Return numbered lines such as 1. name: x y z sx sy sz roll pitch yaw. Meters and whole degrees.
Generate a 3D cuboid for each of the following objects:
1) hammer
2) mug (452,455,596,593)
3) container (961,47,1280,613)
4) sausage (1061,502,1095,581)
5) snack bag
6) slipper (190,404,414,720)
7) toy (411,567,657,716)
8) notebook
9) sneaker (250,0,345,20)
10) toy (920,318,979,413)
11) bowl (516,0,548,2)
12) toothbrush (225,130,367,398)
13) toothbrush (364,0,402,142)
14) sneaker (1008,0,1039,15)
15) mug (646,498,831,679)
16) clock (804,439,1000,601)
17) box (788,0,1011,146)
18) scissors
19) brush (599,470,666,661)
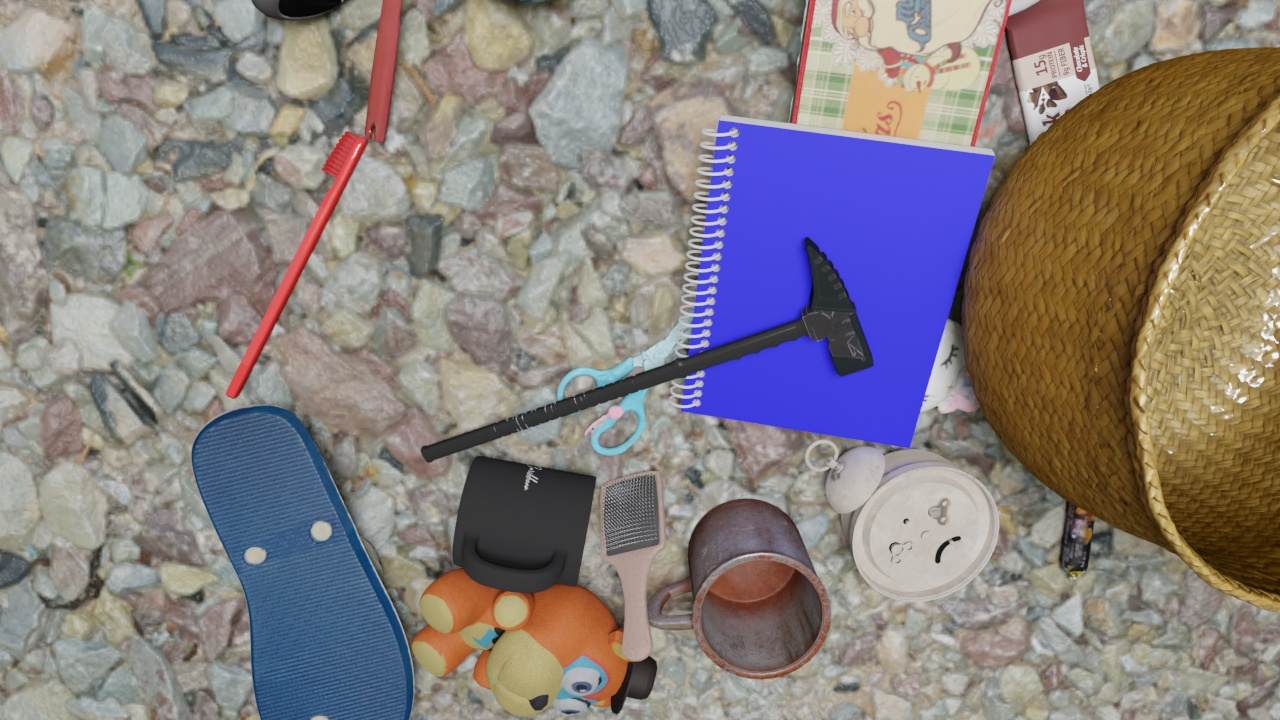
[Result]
1. hammer: -0.014 0.013 0.624 0.325 0.015 0.095 -19 116 17
2. mug: -0.082 0.119 0.632 0.088 0.113 0.078 10 111 -2
3. container: 0.343 -0.030 0.528 0.306 0.196 0.307 -5 107 -16
4. sausage: 0.326 0.090 0.669 0.020 0.020 0.155 3 103 0
5. snack bag: 0.284 -0.165 0.615 0.057 0.013 0.158 -16 102 6
6. slipper: -0.241 0.169 0.676 0.118 0.060 0.295 -15 101 0
7. toy: -0.074 0.204 0.663 0.176 0.096 0.112 9 131 -10
8. notebook: 0.113 -0.045 0.598 0.171 0.022 0.209 9 121 6
9. sneaker: -0.199 -0.348 0.548 0.160 0.093 0.257 39 102 1
10. toy: 0.194 0.001 0.641 0.122 0.038 0.079 25 104 -1
11. bowl: -0.086 -0.277 0.562 0.114 0.061 0.114 -13 109 -42
12. toothbrush: -0.248 -0.065 0.644 0.018 0.012 0.213 30 101 -6
13. toothbrush: -0.153 -0.228 0.575 0.016 0.016 0.190 22 122 4
14. sneaker: 0.267 -0.304 0.541 0.236 0.099 0.089 -37 114 10
15. mug: 0.063 0.159 0.645 0.123 0.110 0.096 -10 97 3
16. clock: 0.178 0.101 0.654 0.157 0.061 0.103 35 101 -15
17. box: 0.152 -0.162 0.562 0.118 0.050 0.206 11 122 9
18. scissors: -0.004 0.000 0.660 0.076 0.015 0.141 38 94 -7
19. brush: -0.006 0.139 0.635 0.050 0.135 0.015 -17 143 19
